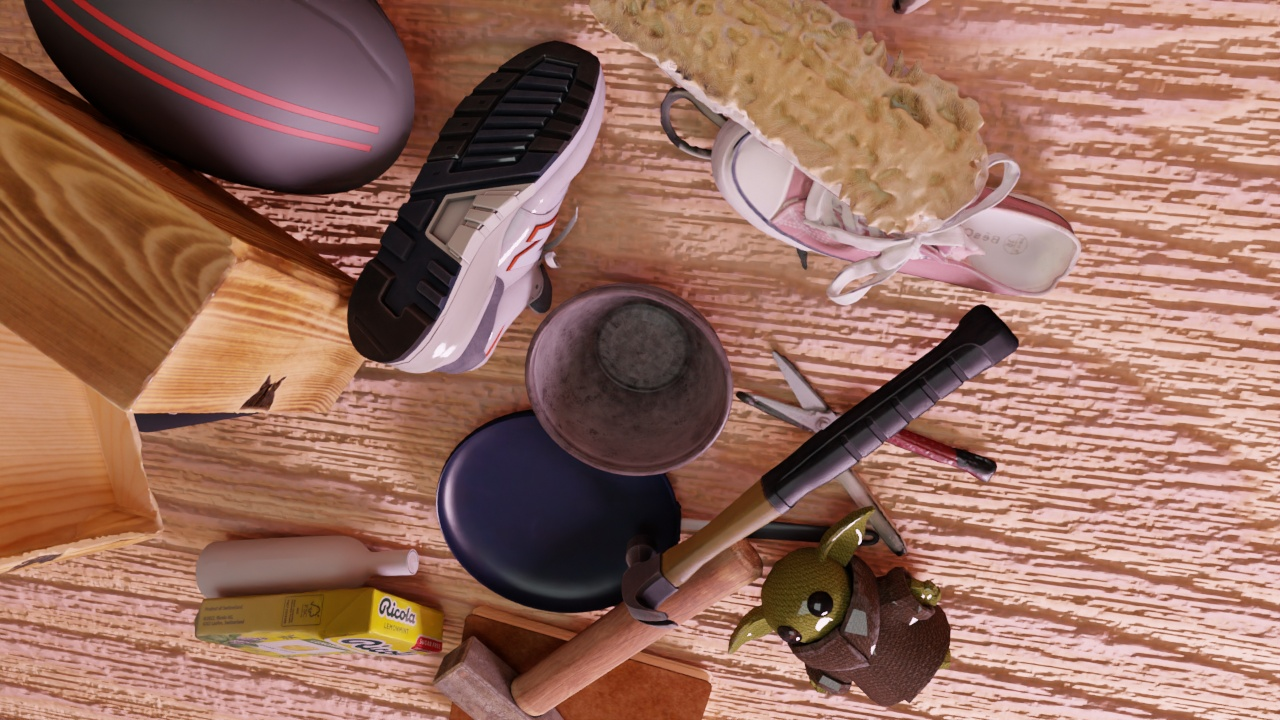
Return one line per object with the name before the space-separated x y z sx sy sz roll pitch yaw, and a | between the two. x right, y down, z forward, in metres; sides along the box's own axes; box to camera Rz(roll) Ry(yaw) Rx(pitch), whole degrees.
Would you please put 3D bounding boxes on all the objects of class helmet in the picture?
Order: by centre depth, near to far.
helmet | -0.257 -0.201 0.550 0.264 0.169 0.165 31 117 -6

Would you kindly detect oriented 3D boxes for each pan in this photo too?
pan | 0.011 0.129 0.742 0.356 0.021 0.199 3 118 5

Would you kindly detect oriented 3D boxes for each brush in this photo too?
brush | 0.076 -0.167 0.516 0.271 0.056 0.083 42 106 15

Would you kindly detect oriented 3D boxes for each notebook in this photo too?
notebook | -0.061 0.321 0.847 0.225 0.024 0.168 15 116 4

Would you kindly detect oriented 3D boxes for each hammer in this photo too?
hammer | 0.113 0.079 0.641 0.334 0.117 0.025 -40 106 17
hammer | -0.018 0.239 0.767 0.301 0.037 0.158 -39 104 22

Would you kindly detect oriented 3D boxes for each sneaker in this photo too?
sneaker | 0.158 -0.088 0.564 0.241 0.087 0.118 17 117 -2
sneaker | -0.092 -0.087 0.617 0.089 0.124 0.239 31 81 23

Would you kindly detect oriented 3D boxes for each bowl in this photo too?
bowl | -0.004 0.004 0.658 0.145 0.067 0.145 4 116 9

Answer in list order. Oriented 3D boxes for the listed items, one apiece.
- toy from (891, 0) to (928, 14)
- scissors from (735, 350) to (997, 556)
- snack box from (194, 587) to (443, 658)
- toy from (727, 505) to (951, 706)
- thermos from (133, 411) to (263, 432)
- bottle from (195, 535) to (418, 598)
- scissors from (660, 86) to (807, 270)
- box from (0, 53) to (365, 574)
toy | 0.221 -0.260 0.465 0.194 0.159 0.084 -32 82 5
scissors | 0.169 0.072 0.687 0.195 0.015 0.179 -2 115 13
snack box | -0.281 0.235 0.803 0.181 0.045 0.121 -7 154 15
toy | 0.165 0.205 0.712 0.152 0.078 0.180 31 117 -10
thermos | -0.360 0.021 0.738 0.232 0.061 0.061 -10 113 15
bottle | -0.289 0.181 0.806 0.195 0.052 0.052 -5 114 13
scissors | 0.087 -0.142 0.601 0.168 0.012 0.158 14 119 1
box | -0.358 -0.019 0.541 0.269 0.279 0.263 37 89 2
